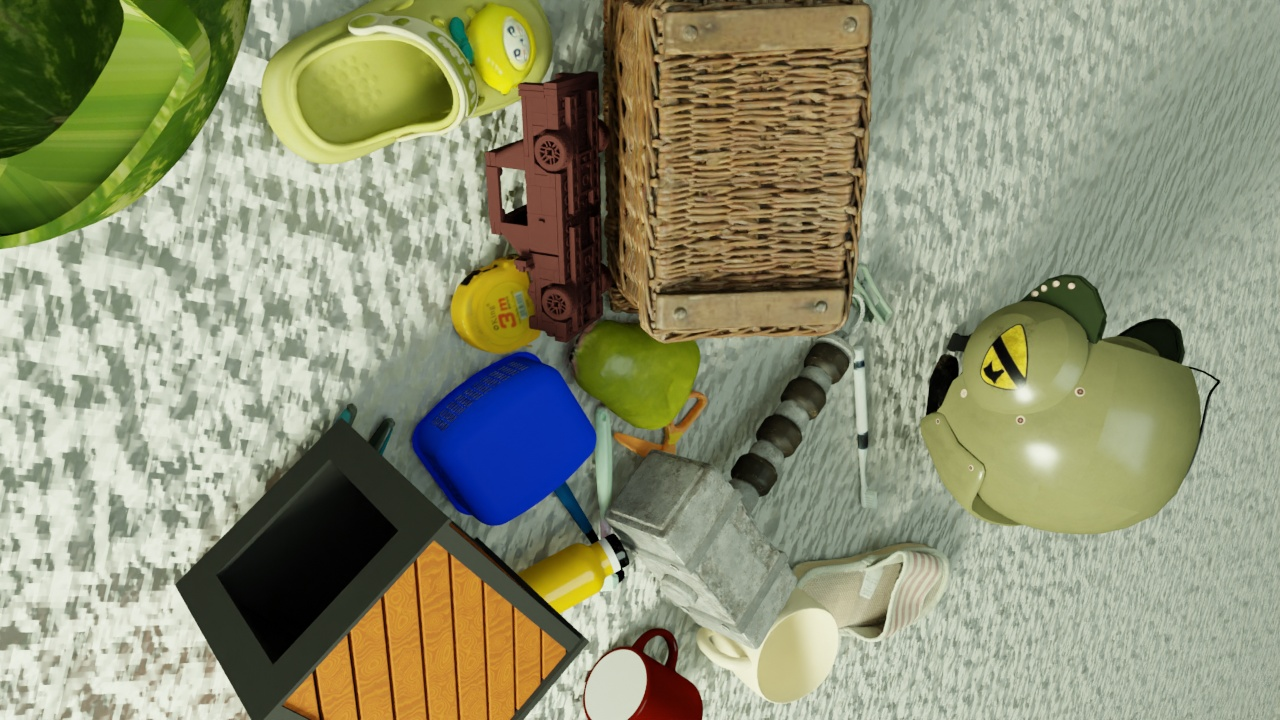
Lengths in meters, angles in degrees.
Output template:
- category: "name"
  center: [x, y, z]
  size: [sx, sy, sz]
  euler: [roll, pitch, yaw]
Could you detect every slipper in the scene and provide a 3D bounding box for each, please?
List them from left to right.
- category: "slipper"
  center: [-0.130, -0.179, 0.552]
  size: [0.190, 0.082, 0.092]
  euler: [-30, 118, -22]
- category: "slipper"
  center: [0.253, 0.251, 0.988]
  size: [0.262, 0.052, 0.115]
  euler: [4, 104, -36]

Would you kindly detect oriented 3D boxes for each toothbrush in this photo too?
- category: "toothbrush"
  center: [-0.051, 0.126, 0.751]
  size: [0.014, 0.014, 0.168]
  euler: [-40, 123, -20]
- category: "toothbrush"
  center: [-0.029, 0.113, 0.749]
  size: [0.022, 0.015, 0.155]
  euler: [-3, 99, -14]
- category: "toothbrush"
  center: [0.228, 0.071, 0.932]
  size: [0.012, 0.017, 0.187]
  euler: [-36, 125, -46]

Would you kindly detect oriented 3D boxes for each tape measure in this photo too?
- category: "tape measure"
  center: [-0.103, -0.034, 0.648]
  size: [0.058, 0.030, 0.068]
  euler: [-25, 112, -28]

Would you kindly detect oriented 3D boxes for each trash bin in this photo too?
- category: "trash bin"
  center: [-0.159, 0.163, 0.587]
  size: [0.139, 0.140, 0.172]
  euler: [-48, 135, -14]

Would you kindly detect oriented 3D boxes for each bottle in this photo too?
- category: "bottle"
  center: [-0.077, 0.180, 0.714]
  size: [0.143, 0.043, 0.043]
  euler: [-26, 119, -15]

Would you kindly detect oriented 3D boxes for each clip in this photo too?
- category: "clip"
  center: [0.211, -0.064, 0.868]
  size: [0.023, 0.044, 0.076]
  euler: [-53, 127, -16]

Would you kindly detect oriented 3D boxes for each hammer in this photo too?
- category: "hammer"
  center: [0.118, 0.075, 0.812]
  size: [0.325, 0.080, 0.177]
  euler: [-53, 127, -23]

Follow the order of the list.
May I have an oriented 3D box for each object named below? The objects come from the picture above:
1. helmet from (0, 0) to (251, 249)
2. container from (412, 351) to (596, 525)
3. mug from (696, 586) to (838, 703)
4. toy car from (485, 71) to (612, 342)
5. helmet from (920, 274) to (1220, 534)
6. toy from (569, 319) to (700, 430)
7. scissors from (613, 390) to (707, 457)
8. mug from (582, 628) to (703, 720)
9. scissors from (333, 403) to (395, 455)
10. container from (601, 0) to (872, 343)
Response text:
- category: "helmet"
  center: [-0.264, -0.181, 0.354]
  size: [0.213, 0.248, 0.243]
  euler: [-4, 66, -14]
- category: "container"
  center: [-0.093, 0.057, 0.659]
  size: [0.114, 0.058, 0.096]
  euler: [-38, 113, -19]
- category: "mug"
  center: [0.106, 0.252, 0.851]
  size: [0.120, 0.100, 0.096]
  euler: [-6, 106, -28]
- category: "toy car"
  center: [-0.060, -0.103, 0.615]
  size: [0.070, 0.062, 0.170]
  euler: [-42, 138, -55]
- category: "helmet"
  center: [0.382, 0.048, 0.869]
  size: [0.250, 0.256, 0.233]
  euler: [13, 93, -37]
- category: "toy"
  center: [-0.004, 0.004, 0.720]
  size: [0.110, 0.051, 0.090]
  euler: [24, 88, -36]
- category: "scissors"
  center: [0.024, 0.085, 0.792]
  size: [0.125, 0.011, 0.131]
  euler: [-51, 127, -13]
- category: "mug"
  center: [0.006, 0.288, 0.817]
  size: [0.082, 0.073, 0.105]
  euler: [43, 50, -37]
- category: "scissors"
  center: [-0.211, 0.098, 0.622]
  size: [0.145, 0.019, 0.133]
  euler: [-23, 122, -33]
- category: "container"
  center: [0.061, -0.131, 0.608]
  size: [0.162, 0.183, 0.250]
  euler: [-3, 109, -6]
